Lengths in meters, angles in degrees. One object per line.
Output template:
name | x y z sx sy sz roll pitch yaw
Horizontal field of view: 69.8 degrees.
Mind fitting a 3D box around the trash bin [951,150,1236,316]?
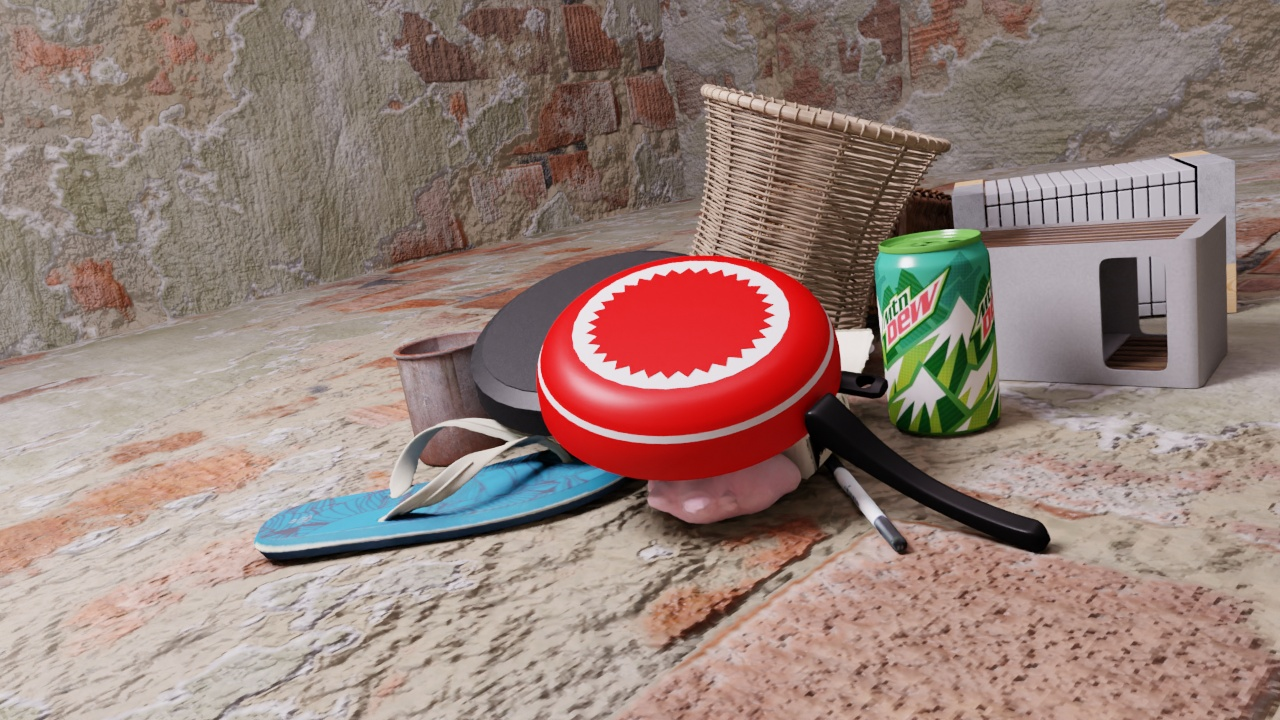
trash bin | 0.464 -0.125 0.961 0.247 0.142 0.142 -4 14 22

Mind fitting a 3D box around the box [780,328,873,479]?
box | 0.092 0.022 0.717 0.146 0.066 0.185 -2 43 33

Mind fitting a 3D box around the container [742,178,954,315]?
container | 0.256 -0.134 1.078 0.183 0.162 0.249 6 12 35

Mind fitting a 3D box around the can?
can | 0.226 -0.022 0.699 0.083 0.144 0.083 -9 14 2

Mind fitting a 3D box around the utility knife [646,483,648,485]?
utility knife | 0.070 0.059 0.750 0.031 0.015 0.195 -1 18 42

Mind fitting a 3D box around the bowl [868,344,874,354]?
bowl | 0.189 -0.027 0.969 0.110 0.040 0.110 -9 13 2

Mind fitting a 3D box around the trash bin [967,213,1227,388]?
trash bin | 0.364 -0.053 0.794 0.229 0.114 0.114 3 18 42

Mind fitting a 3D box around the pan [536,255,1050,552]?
pan | 0.084 0.021 0.586 0.357 0.067 0.208 23 49 37

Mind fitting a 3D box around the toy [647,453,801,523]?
toy | 0.047 0.080 0.605 0.102 0.050 0.093 4 19 29

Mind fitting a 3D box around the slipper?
slipper | -0.143 0.089 0.689 0.295 0.060 0.118 -11 17 -6

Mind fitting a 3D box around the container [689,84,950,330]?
container | 0.145 -0.134 0.859 0.227 0.196 0.226 12 18 -4

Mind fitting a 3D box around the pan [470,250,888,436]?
pan | 0.020 -0.014 0.717 0.357 0.034 0.224 10 44 36

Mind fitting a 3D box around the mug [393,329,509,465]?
mug | -0.180 0.032 0.848 0.096 0.110 0.123 -14 13 -39

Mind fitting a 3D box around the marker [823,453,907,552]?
marker | 0.141 0.088 0.591 0.011 0.011 0.152 -10 14 -2
